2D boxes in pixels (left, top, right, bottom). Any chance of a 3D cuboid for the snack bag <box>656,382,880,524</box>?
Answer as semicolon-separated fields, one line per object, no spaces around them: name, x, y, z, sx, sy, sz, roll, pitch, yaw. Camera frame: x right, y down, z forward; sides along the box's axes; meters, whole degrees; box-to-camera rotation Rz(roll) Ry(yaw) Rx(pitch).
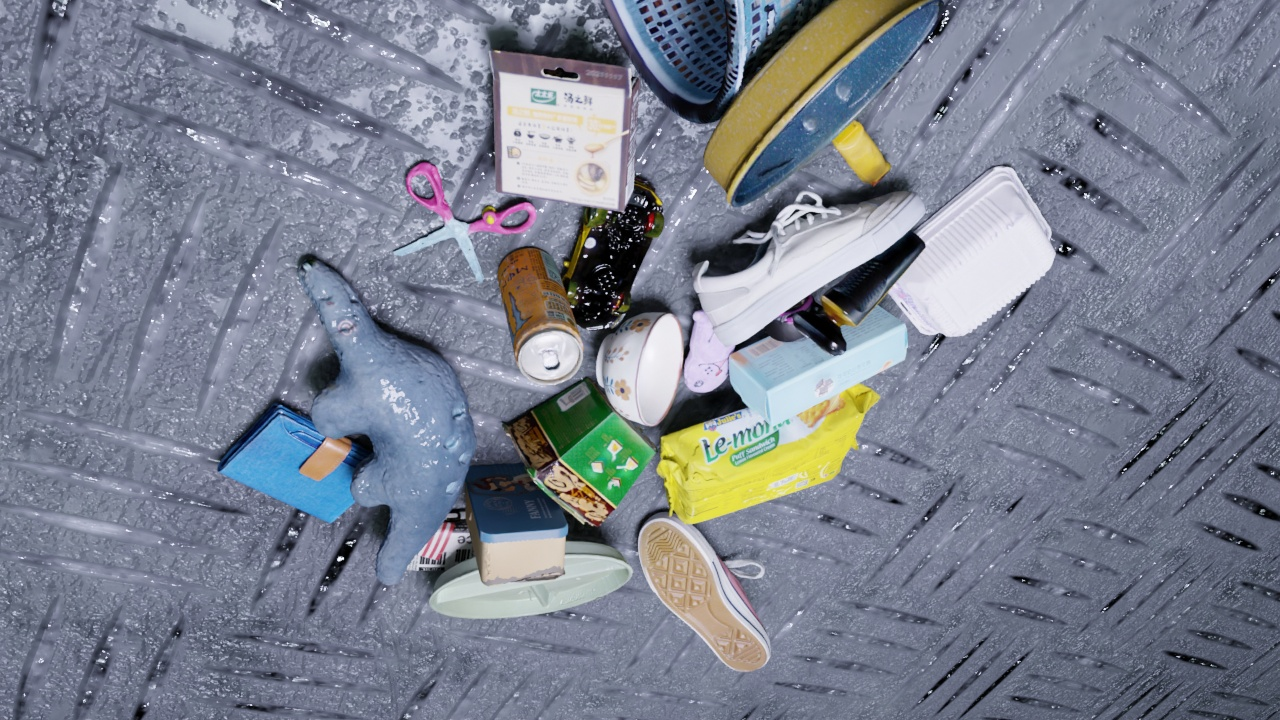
snack bag;0.135;0.105;1.007;0.246;0.068;0.158;-18;153;-6

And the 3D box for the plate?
plate;-0.124;0.250;1.042;0.230;0.027;0.231;-9;152;-5

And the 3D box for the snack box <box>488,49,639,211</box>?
snack box;-0.061;-0.191;0.748;0.113;0.053;0.126;10;125;6

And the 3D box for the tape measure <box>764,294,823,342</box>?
tape measure;0.154;-0.048;0.940;0.057;0.057;0.039;-23;125;-10

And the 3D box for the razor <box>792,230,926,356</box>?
razor;0.222;-0.071;0.910;0.167;0.062;0.068;-43;157;-16

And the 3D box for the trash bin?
trash bin;0.087;-0.311;0.648;0.195;0.226;0.227;-27;130;-13

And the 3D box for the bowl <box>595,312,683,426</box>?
bowl;-0.005;0.005;0.913;0.062;0.113;0.114;9;132;23

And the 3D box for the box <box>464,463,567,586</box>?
box;-0.129;0.164;0.927;0.089;0.184;0.062;-3;105;-18

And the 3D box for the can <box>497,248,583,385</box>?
can;-0.090;-0.042;0.813;0.058;0.146;0.058;-8;126;-11

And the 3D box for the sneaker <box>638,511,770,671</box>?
sneaker;0.083;0.275;1.138;0.118;0.087;0.241;-32;105;21

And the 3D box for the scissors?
scissors;-0.161;-0.122;0.818;0.133;0.017;0.134;-21;132;3

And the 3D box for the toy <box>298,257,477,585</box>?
toy;-0.231;0.064;0.878;0.138;0.091;0.357;-12;117;-7

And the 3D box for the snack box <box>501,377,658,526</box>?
snack box;-0.058;0.087;0.951;0.105;0.118;0.117;-44;127;0

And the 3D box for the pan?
pan;0.162;-0.187;0.734;0.198;0.356;0.078;-42;84;17

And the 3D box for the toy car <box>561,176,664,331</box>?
toy car;-0.031;-0.098;0.857;0.071;0.041;0.156;8;123;-22

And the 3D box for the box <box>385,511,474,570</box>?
box;-0.202;0.197;1.026;0.164;0.060;0.072;1;105;-19

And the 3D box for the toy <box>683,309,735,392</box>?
toy;0.077;-0.014;0.955;0.083;0.039;0.108;-16;130;-34

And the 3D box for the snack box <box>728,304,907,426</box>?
snack box;0.184;-0.003;0.951;0.174;0.074;0.052;-25;130;-14

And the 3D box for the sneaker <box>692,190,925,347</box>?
sneaker;0.158;-0.113;0.886;0.242;0.089;0.091;-32;95;-8

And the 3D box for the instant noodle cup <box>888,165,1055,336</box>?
instant noodle cup;0.352;-0.100;0.963;0.174;0.060;0.138;-40;127;15

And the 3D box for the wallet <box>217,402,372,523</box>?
wallet;-0.334;0.106;0.918;0.106;0.040;0.133;-40;128;18
